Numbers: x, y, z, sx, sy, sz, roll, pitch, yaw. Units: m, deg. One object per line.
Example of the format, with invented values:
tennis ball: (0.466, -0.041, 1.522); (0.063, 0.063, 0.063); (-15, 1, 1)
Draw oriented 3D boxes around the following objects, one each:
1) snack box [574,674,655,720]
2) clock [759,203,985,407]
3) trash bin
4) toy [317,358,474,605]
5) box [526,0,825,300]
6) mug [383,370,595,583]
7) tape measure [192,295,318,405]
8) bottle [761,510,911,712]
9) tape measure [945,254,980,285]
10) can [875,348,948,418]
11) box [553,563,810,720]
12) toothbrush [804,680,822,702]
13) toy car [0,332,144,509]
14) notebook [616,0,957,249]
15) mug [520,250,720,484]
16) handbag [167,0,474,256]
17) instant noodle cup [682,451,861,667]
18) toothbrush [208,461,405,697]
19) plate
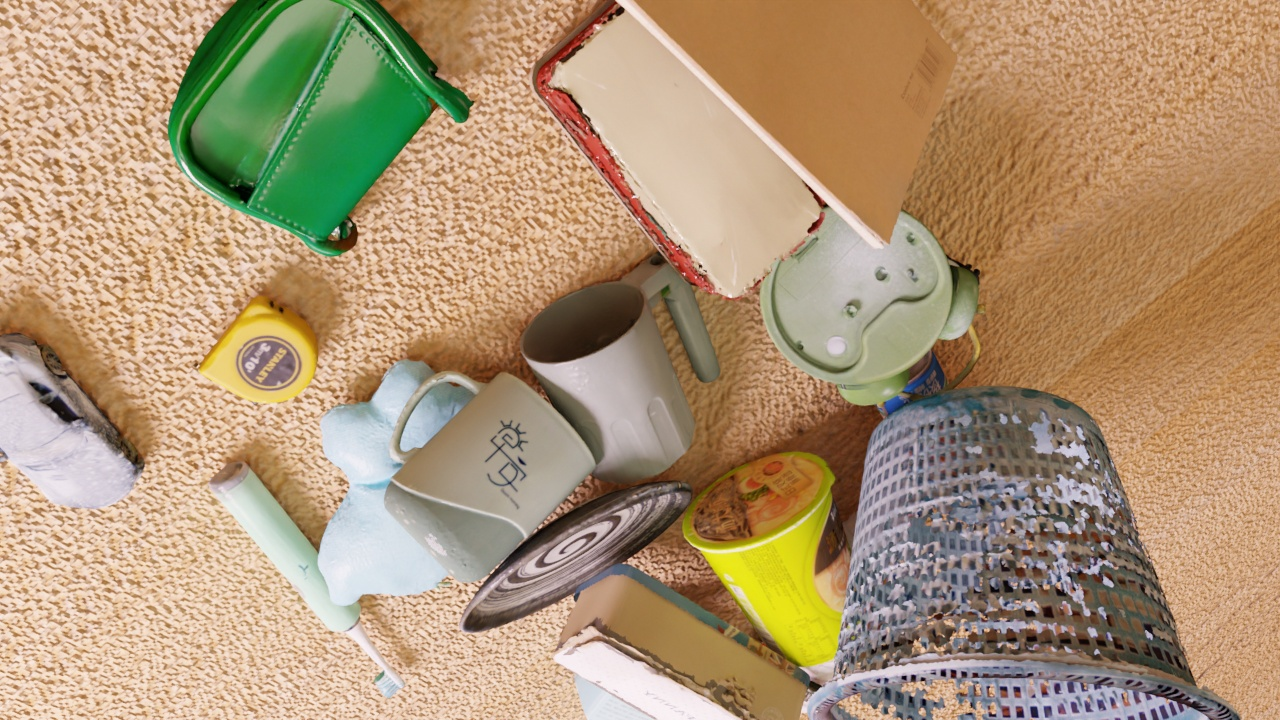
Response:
snack box: (0.038, 0.272, 0.748); (0.174, 0.051, 0.074); (30, 103, -27)
clock: (0.148, -0.036, 0.591); (0.161, 0.056, 0.116); (42, 108, -6)
trash bin: (0.220, 0.133, 0.573); (0.226, 0.194, 0.227); (6, 145, 4)
toy: (-0.153, 0.088, 0.600); (0.161, 0.050, 0.156); (-37, 115, -7)
box: (0.023, -0.117, 0.512); (0.091, 0.077, 0.168); (-42, 112, -3)
mug: (-0.103, 0.063, 0.555); (0.112, 0.082, 0.106); (46, 73, -1)
tape measure: (-0.221, -0.005, 0.543); (0.057, 0.029, 0.060); (37, 101, -28)
bottle: (0.160, 0.186, 0.732); (0.068, 0.068, 0.197); (18, 108, -24)
tape measure: (0.193, -0.048, 0.640); (0.065, 0.033, 0.066); (21, 108, -23)
can: (0.214, 0.047, 0.683); (0.053, 0.053, 0.134); (-35, 120, 3)
box: (0.024, 0.211, 0.640); (0.184, 0.061, 0.090); (36, 142, -11)
toothbrush: (0.062, 0.225, 0.712); (0.186, 0.012, 0.017); (25, 118, -1)
toy car: (-0.342, 0.039, 0.527); (0.054, 0.036, 0.121); (-26, 124, -2)
notebook: (0.094, -0.183, 0.507); (0.211, 0.012, 0.149); (36, 68, -27)
mug: (-0.003, 0.003, 0.590); (0.123, 0.084, 0.103); (-39, 125, -24)
handbag: (-0.169, -0.128, 0.478); (0.131, 0.068, 0.120); (-46, 127, 8)
instant noodle cup: (0.106, 0.146, 0.655); (0.111, 0.111, 0.123); (-28, 108, -1)
toothbrush: (-0.219, 0.157, 0.629); (0.027, 0.026, 0.225); (-40, 124, -24)
plate: (-0.044, 0.127, 0.619); (0.179, 0.024, 0.180); (-28, 160, -11)
